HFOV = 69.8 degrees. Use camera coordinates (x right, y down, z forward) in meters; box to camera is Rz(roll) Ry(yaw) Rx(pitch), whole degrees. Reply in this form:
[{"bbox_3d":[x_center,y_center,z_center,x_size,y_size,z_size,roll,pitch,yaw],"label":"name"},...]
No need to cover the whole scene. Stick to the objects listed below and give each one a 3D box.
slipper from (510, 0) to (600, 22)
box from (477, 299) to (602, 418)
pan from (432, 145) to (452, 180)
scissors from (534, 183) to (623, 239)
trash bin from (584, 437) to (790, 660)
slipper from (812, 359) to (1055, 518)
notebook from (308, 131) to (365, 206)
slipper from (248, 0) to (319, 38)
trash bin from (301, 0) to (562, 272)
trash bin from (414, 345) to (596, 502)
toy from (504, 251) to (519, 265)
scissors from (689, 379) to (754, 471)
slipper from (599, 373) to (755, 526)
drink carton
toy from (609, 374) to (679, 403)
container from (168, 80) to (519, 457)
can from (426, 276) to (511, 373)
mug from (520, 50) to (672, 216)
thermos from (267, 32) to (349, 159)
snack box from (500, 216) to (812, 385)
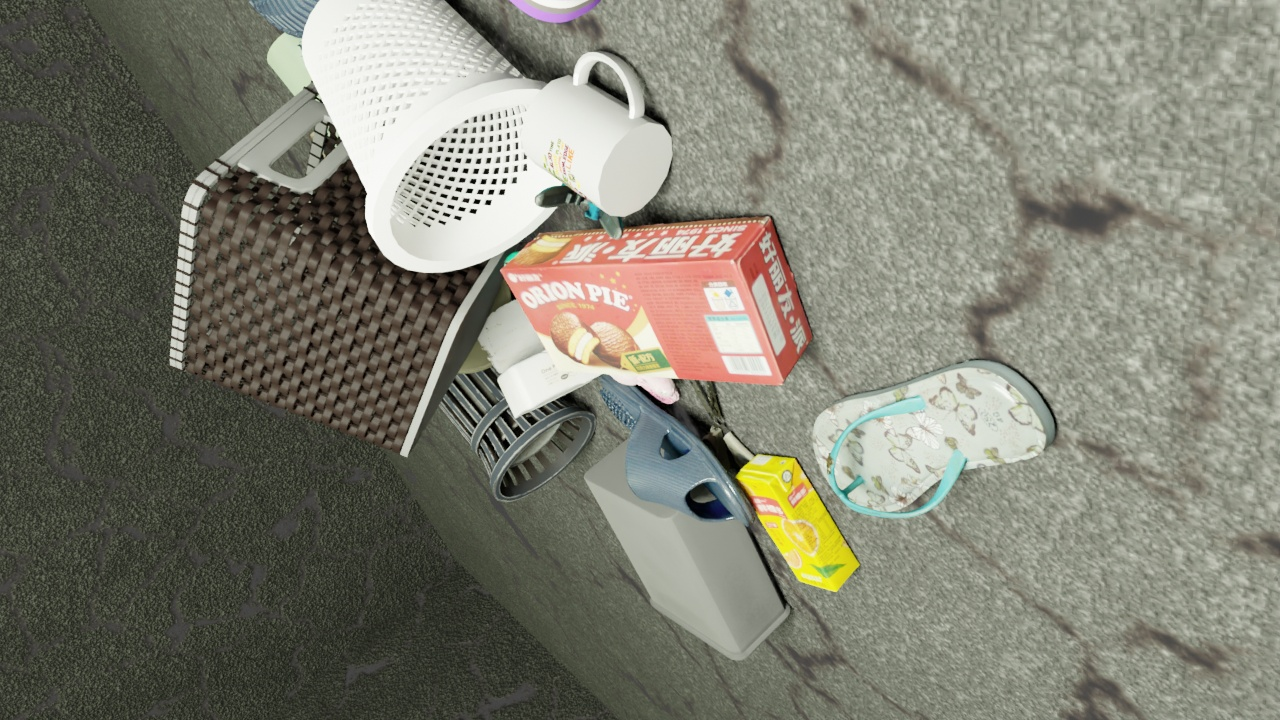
[{"bbox_3d":[-0.128,-0.319,0.604,0.266,0.107,0.084,47,158,-1],"label":"slipper"},{"bbox_3d":[-0.126,-0.016,1.075,0.137,0.108,0.129,66,160,1],"label":"box"},{"bbox_3d":[-0.251,-0.283,1.003,0.199,0.021,0.357,30,150,42],"label":"pan"},{"bbox_3d":[-0.046,-0.126,0.732,0.156,0.124,0.019,42,115,43],"label":"scissors"},{"bbox_3d":[0.053,0.218,1.090,0.192,0.097,0.220,16,138,55],"label":"trash bin"},{"bbox_3d":[0.182,0.064,0.662,0.098,0.054,0.269,51,157,6],"label":"slipper"},{"bbox_3d":[-0.341,-0.211,1.156,0.178,0.014,0.249,45,180,-39],"label":"notebook"},{"bbox_3d":[-0.280,-0.382,0.824,0.105,0.095,0.254,44,145,-23],"label":"slipper"},{"bbox_3d":[-0.182,-0.215,0.781,0.199,0.195,0.196,53,160,21],"label":"trash bin"},{"bbox_3d":[-0.195,0.049,1.231,0.227,0.164,0.164,46,158,21],"label":"trash bin"},{"bbox_3d":[-0.060,-0.088,0.878,0.130,0.072,0.194,18,176,-26],"label":"toy"},{"bbox_3d":[0.081,0.076,0.924,0.158,0.012,0.162,47,157,5],"label":"scissors"},{"bbox_3d":[0.017,0.104,0.956,0.263,0.082,0.101,41,171,46],"label":"slipper"},{"bbox_3d":[0.150,0.152,0.873,0.134,0.042,0.059,57,155,-16],"label":"drink carton"},{"bbox_3d":[-0.006,0.006,0.940,0.110,0.047,0.063,39,167,16],"label":"toy"},{"bbox_3d":[-0.280,-0.085,0.922,0.243,0.246,0.246,27,132,-6],"label":"container"},{"bbox_3d":[-0.223,-0.055,1.159,0.128,0.127,0.073,43,158,21],"label":"can"},{"bbox_3d":[-0.030,-0.175,0.687,0.089,0.073,0.105,38,129,30],"label":"mug"},{"bbox_3d":[-0.343,-0.286,1.092,0.231,0.082,0.082,52,158,-1],"label":"thermos"},{"bbox_3d":[0.008,-0.046,0.728,0.237,0.060,0.113,2,132,39],"label":"snack box"}]
